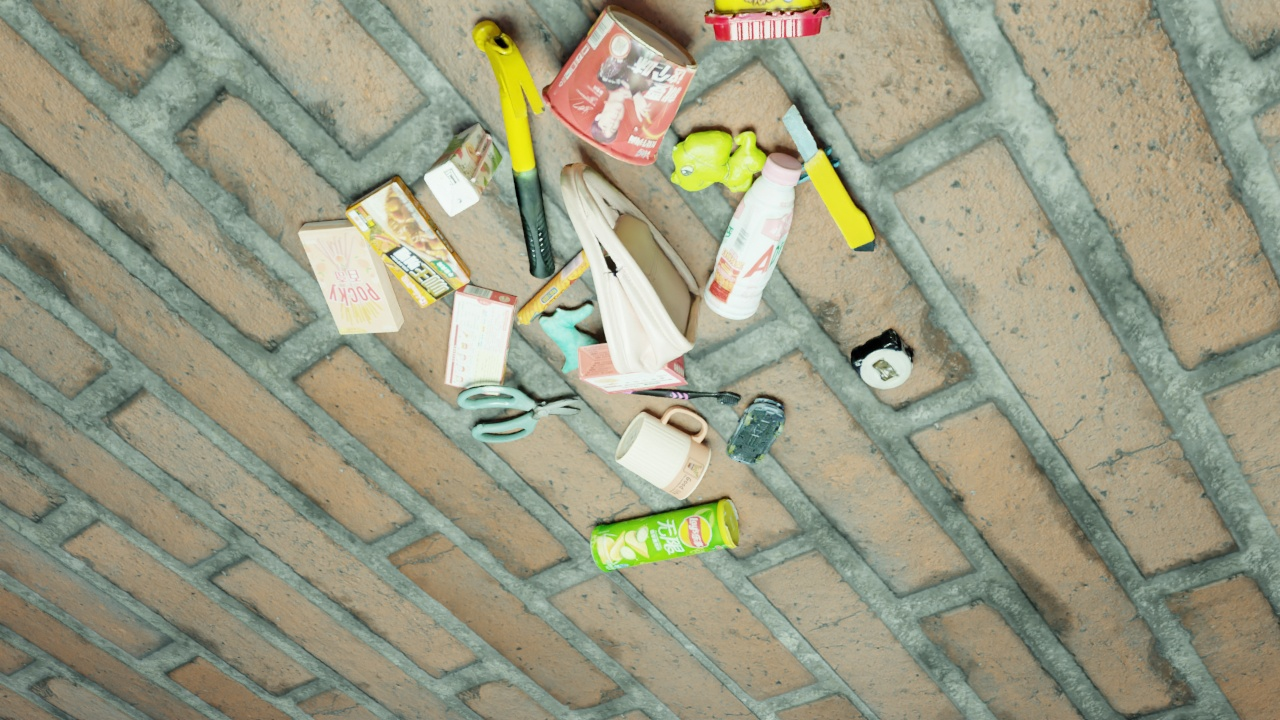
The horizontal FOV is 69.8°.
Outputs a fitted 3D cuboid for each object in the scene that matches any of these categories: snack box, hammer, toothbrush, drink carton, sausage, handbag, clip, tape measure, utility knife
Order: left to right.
[{"bbox_3d":[-0.367,-0.105,1.173,0.084,0.026,0.157,-3,126,11],"label":"snack box"},{"bbox_3d":[-0.282,-0.143,1.122,0.075,0.026,0.154,-28,120,11],"label":"snack box"},{"bbox_3d":[-0.191,-0.213,1.007,0.046,0.122,0.053,-23,118,21],"label":"drink carton"},{"bbox_3d":[-0.212,-0.024,1.209,0.077,0.027,0.156,14,127,-3],"label":"snack box"},{"bbox_3d":[-0.129,-0.215,1.023,0.032,0.128,0.301,-20,137,-14],"label":"hammer"},{"bbox_3d":[-0.104,-0.093,1.145,0.021,0.021,0.166,38,123,-19],"label":"sausage"},{"bbox_3d":[-0.020,-0.116,1.022,0.093,0.193,0.234,-22,112,15],"label":"handbag"},{"bbox_3d":[-0.007,0.007,1.167,0.113,0.044,0.127,-8,168,13],"label":"snack box"},{"bbox_3d":[0.040,0.047,1.231,0.189,0.017,0.014,4,128,7],"label":"toothbrush"},{"bbox_3d":[0.191,-0.214,1.015,0.057,0.014,0.047,-24,122,25],"label":"clip"},{"bbox_3d":[0.209,-0.195,1.009,0.033,0.015,0.216,-23,129,23],"label":"utility knife"},{"bbox_3d":[0.305,0.002,1.146,0.066,0.033,0.066,-35,114,31],"label":"tape measure"}]

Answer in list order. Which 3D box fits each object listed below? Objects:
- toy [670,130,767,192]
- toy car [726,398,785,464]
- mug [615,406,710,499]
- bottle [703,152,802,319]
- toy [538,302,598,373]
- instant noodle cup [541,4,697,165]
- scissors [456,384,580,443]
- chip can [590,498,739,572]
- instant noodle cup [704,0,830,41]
[{"bbox_3d":[0.084,-0.222,1.015,0.100,0.031,0.097,26,126,-16],"label":"toy"},{"bbox_3d":[0.156,0.098,1.240,0.054,0.036,0.121,16,137,-4],"label":"toy car"},{"bbox_3d":[0.038,0.116,1.250,0.106,0.081,0.114,30,98,-12],"label":"mug"},{"bbox_3d":[0.131,-0.140,1.043,0.068,0.068,0.197,16,128,-3],"label":"bottle"},{"bbox_3d":[-0.088,-0.034,1.183,0.097,0.030,0.092,-32,118,21],"label":"toy"},{"bbox_3d":[-0.015,-0.281,0.928,0.138,0.137,0.109,29,119,-13],"label":"instant noodle cup"},{"bbox_3d":[-0.169,0.080,1.276,0.177,0.019,0.171,5,142,-15],"label":"scissors"},{"bbox_3d":[0.033,0.260,1.356,0.222,0.072,0.072,-15,123,19],"label":"chip can"},{"bbox_3d":[0.118,-0.370,0.857,0.116,0.115,0.124,0,115,9],"label":"instant noodle cup"}]
